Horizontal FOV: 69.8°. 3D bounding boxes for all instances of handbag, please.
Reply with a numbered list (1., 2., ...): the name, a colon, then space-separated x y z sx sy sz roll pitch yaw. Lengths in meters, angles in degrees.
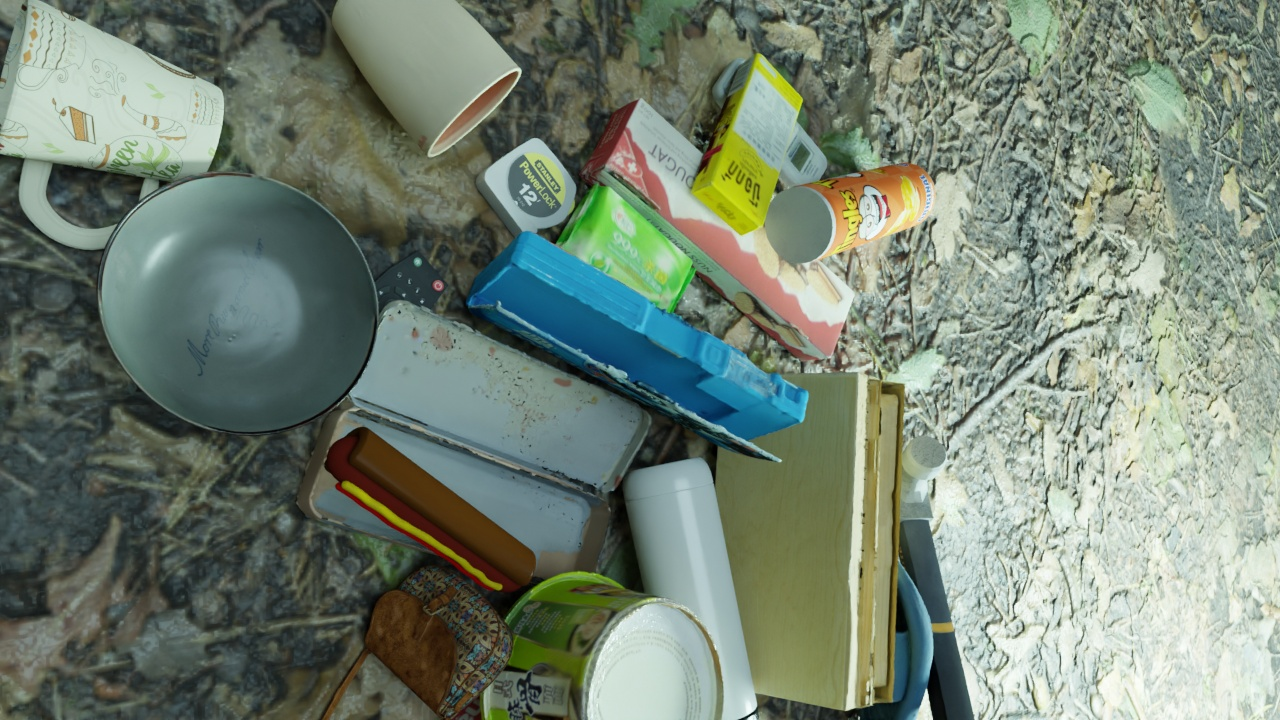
1. handbag: -0.164 0.215 0.551 0.195 0.093 0.043 -51 139 -18

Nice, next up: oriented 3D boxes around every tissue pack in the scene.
1. tissue pack: -0.017 -0.066 0.706 0.114 0.034 0.099 38 65 -29

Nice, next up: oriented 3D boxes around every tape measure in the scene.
1. tape measure: -0.082 -0.124 0.676 0.064 0.017 0.064 -47 112 -28

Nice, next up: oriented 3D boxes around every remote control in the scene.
1. remote control: 0.114 -0.204 0.815 0.133 0.022 0.050 43 63 -24
2. remote control: -0.179 -0.021 0.602 0.039 0.010 0.124 51 61 -20

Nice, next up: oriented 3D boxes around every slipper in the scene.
1. slipper: 0.201 0.253 0.781 0.059 0.103 0.214 -4 116 -4

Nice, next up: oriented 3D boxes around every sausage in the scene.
1. sausage: -0.127 0.096 0.565 0.155 0.040 0.040 44 63 -27

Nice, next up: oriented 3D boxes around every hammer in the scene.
1. hammer: 0.248 0.231 0.762 0.035 0.140 0.311 -1 58 -4

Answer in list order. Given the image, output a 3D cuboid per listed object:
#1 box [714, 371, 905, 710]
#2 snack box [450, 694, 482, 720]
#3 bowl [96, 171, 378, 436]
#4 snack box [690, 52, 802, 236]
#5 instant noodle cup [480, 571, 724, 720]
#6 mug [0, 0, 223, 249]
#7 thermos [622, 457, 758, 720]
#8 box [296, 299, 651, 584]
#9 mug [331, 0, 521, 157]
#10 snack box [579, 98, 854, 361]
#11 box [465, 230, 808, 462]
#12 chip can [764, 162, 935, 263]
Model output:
1. box: 0.143 0.139 0.742 0.148 0.141 0.248 12 79 -41
2. snack box: -0.115 0.307 0.599 0.092 0.042 0.200 48 62 -22
3. bowl: -0.235 -0.030 0.537 0.150 0.057 0.150 4 83 -34
4. snack box: 0.090 -0.178 0.751 0.061 0.026 0.148 36 58 -27
5. instant noodle cup: -0.020 0.211 0.590 0.146 0.098 0.146 9 75 -39
6. mug: -0.294 -0.119 0.504 0.097 0.081 0.122 13 100 -41
7. thermos: 0.028 0.195 0.693 0.068 0.101 0.229 -2 78 -52
8. box: -0.103 0.065 0.623 0.216 0.063 0.157 25 92 -30
9. mug: -0.139 -0.208 0.612 0.104 0.085 0.111 48 33 -9
10. snack box: 0.074 -0.100 0.765 0.273 0.044 0.076 37 65 -27
11. box: -0.004 0.005 0.652 0.243 0.091 0.066 29 61 -21
12. chip can: 0.191 -0.134 0.810 0.209 0.062 0.062 -22 99 -48
